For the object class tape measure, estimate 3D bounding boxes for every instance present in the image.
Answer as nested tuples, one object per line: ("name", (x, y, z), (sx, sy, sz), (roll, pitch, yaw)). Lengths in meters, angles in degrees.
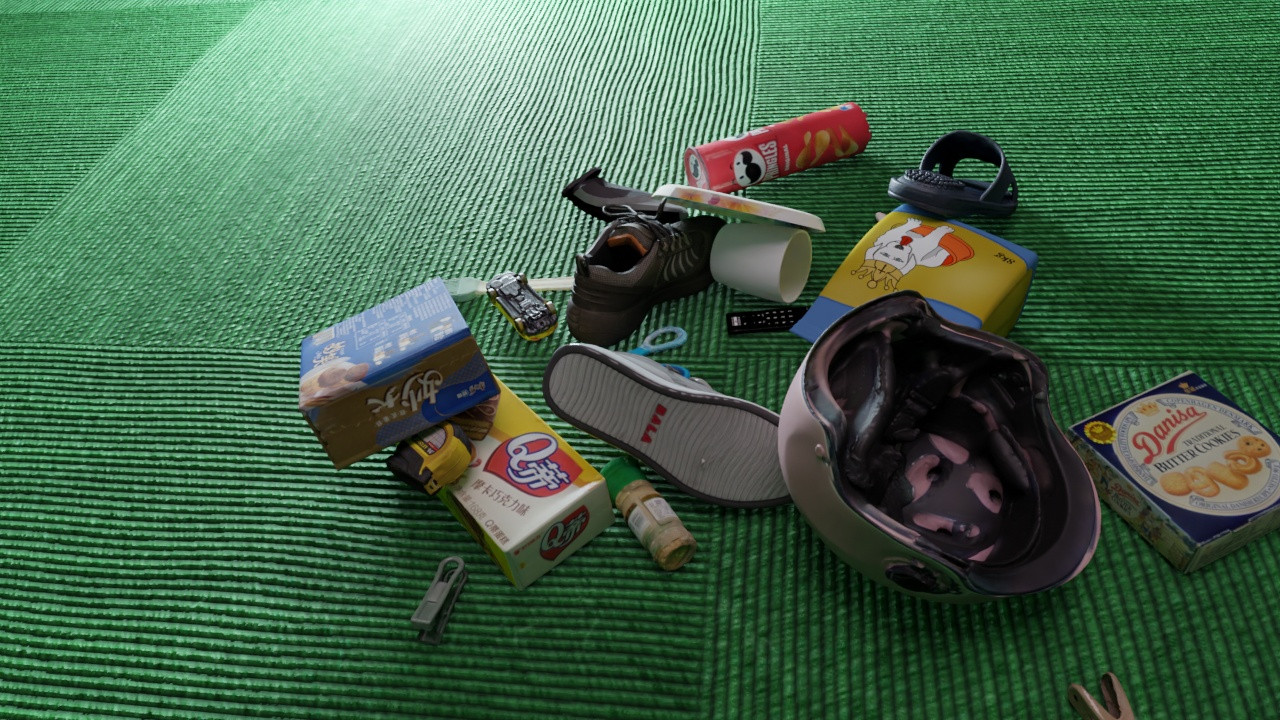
("tape measure", (-0.177, 0.083, 0.792), (0.066, 0.037, 0.064), (17, 54, 43))

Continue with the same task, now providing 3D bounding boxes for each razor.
("razor", (-0.017, -0.194, 1.138), (0.156, 0.060, 0.057), (22, 6, 8))

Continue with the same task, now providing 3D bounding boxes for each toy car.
("toy car", (-0.134, -0.062, 1.032), (0.049, 0.030, 0.107), (-30, 55, -20))

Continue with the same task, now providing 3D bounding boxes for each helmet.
("helmet", (0.221, 0.087, 0.727), (0.255, 0.153, 0.229), (29, 52, -1))

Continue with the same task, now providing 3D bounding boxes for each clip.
("clip", (0.335, 0.248, 0.647), (0.039, 0.024, 0.060), (-27, 57, -15))
("clip", (-0.168, 0.194, 0.764), (0.023, 0.049, 0.078), (6, 52, 12))

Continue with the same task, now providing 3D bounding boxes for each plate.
("plate", (0.106, -0.170, 1.019), (0.187, 0.016, 0.187), (12, 7, -4))

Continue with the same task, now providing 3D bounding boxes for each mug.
("mug", (0.140, -0.113, 1.021), (0.088, 0.081, 0.114), (16, 17, 31))

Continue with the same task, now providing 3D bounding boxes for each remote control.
("remote control", (0.163, -0.045, 0.985), (0.140, 0.009, 0.030), (-5, 44, 4))

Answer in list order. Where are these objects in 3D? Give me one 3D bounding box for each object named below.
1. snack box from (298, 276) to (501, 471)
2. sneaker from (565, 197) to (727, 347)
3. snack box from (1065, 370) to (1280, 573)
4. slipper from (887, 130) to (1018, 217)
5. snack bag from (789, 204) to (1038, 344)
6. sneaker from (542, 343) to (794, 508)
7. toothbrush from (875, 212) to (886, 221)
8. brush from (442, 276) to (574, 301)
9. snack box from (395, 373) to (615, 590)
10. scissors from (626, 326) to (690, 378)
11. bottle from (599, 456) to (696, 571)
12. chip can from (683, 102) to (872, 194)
("snack box", (-0.230, 0.003, 0.855), (0.155, 0.069, 0.203), (-26, 24, -10))
("sneaker", (0.006, -0.131, 0.999), (0.101, 0.143, 0.237), (29, 51, 33))
("snack box", (0.463, 0.090, 0.776), (0.144, 0.043, 0.145), (-21, 46, -14))
("slipper", (0.355, -0.206, 1.003), (0.101, 0.083, 0.262), (28, 25, 29))
("snack bag", (0.268, -0.051, 0.902), (0.159, 0.102, 0.204), (30, 52, 30))
("sneaker", (0.044, 0.054, 0.851), (0.263, 0.097, 0.128), (23, 12, 8))
("toothbrush", (0.322, -0.125, 1.039), (0.015, 0.018, 0.181), (-22, 45, -15))
("brush", (-0.138, -0.087, 1.074), (0.218, 0.012, 0.033), (-3, 44, 4))
("snack box", (-0.135, 0.094, 0.848), (0.109, 0.062, 0.230), (-33, 48, -23))
("scissors", (-0.009, 0.007, 0.955), (0.140, 0.013, 0.114), (-15, 42, -10))
("bottle", (0.006, 0.132, 0.802), (0.043, 0.043, 0.111), (-26, 47, -18))
("chip can", (0.176, -0.267, 1.169), (0.232, 0.073, 0.073), (-19, 45, -12))
